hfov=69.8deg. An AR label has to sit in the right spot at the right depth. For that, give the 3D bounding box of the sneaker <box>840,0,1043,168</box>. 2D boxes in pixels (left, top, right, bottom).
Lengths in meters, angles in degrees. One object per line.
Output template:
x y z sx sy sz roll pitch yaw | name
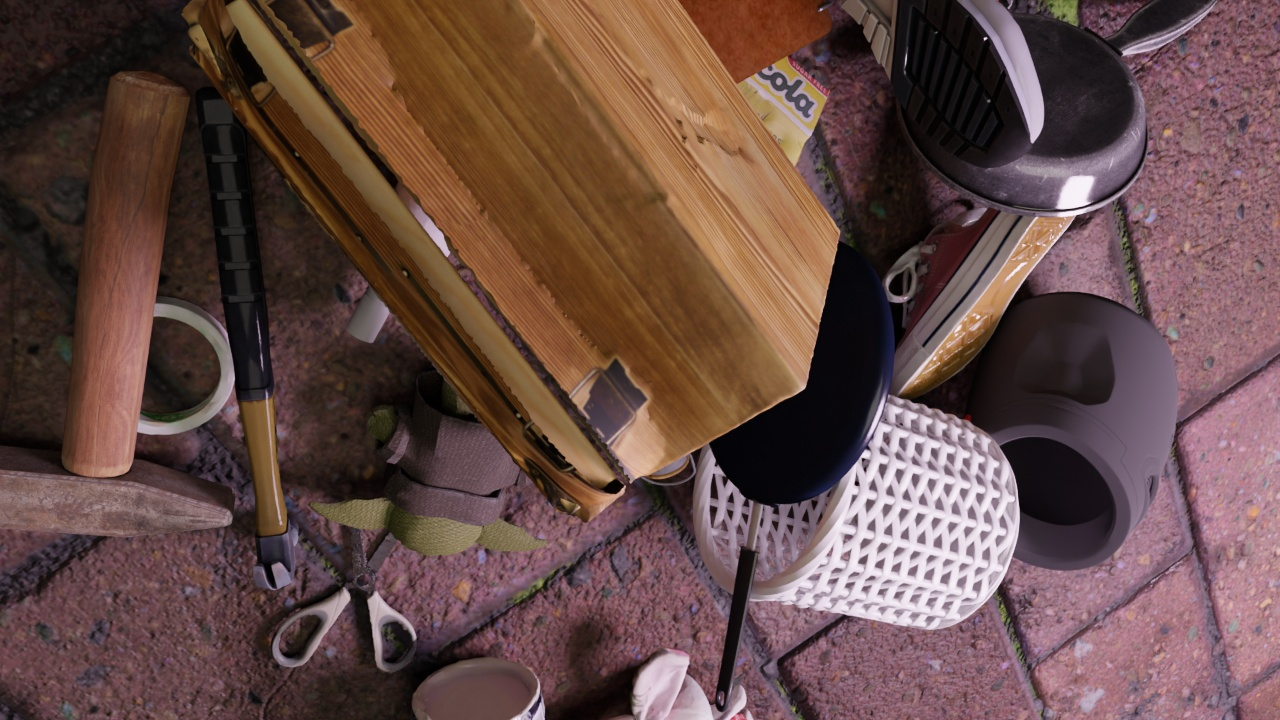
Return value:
0.217 -0.252 0.631 0.124 0.089 0.239 -30 81 -26 | sneaker

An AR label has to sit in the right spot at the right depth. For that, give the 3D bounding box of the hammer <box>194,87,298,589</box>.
-0.254 -0.004 0.598 0.025 0.118 0.333 -5 108 -17 | hammer

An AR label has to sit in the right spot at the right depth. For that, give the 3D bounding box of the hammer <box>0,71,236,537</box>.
-0.319 -0.027 0.573 0.157 0.037 0.301 10 108 -23 | hammer

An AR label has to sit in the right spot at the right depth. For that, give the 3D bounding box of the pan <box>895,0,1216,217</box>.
0.353 -0.233 0.712 0.356 0.187 0.055 -35 159 -17 | pan

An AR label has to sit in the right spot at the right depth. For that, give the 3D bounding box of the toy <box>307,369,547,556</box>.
-0.138 0.074 0.682 0.179 0.078 0.153 15 113 -23 | toy

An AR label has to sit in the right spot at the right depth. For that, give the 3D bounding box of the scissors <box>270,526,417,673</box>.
-0.226 0.192 0.736 0.157 0.012 0.169 -33 117 -8 | scissors

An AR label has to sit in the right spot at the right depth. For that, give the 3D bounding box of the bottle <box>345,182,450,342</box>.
-0.144 -0.100 0.621 0.052 0.052 0.195 27 100 -27 | bottle

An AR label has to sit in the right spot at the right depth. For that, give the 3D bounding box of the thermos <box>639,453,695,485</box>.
-0.004 0.004 0.711 0.061 0.061 0.231 -22 117 -11 | thermos

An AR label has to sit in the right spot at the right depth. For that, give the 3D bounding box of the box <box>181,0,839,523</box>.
-0.084 -0.069 0.479 0.264 0.268 0.279 -31 102 24 | box

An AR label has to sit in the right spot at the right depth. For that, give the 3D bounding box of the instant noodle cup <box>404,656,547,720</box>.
-0.132 0.322 0.764 0.137 0.137 0.112 -6 105 -18 | instant noodle cup

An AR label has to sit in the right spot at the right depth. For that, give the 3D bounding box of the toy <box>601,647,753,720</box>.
0.040 0.335 0.856 0.194 0.084 0.159 25 120 -30 | toy

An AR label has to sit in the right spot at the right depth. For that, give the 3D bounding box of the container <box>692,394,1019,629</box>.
0.171 0.113 0.749 0.186 0.189 0.189 18 104 -27 | container

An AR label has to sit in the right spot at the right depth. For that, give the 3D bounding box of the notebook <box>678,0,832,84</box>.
0.029 -0.289 0.579 0.167 0.024 0.225 -35 110 -25 | notebook

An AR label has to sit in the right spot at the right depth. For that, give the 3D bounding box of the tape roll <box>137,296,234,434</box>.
-0.323 0.004 0.618 0.093 0.018 0.094 -7 114 -17 | tape roll

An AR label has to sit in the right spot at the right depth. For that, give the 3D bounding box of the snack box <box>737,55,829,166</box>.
0.052 -0.147 0.646 0.121 0.045 0.180 31 76 -27 | snack box

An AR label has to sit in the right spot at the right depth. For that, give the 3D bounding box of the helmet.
0.379 0.046 0.811 0.169 0.164 0.265 -51 141 -35 | helmet

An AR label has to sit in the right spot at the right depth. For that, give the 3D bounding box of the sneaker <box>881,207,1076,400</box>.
0.260 -0.068 0.764 0.118 0.088 0.242 -10 139 -38 | sneaker

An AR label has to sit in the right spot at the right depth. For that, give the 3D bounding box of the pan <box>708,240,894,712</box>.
0.089 0.082 0.673 0.021 0.199 0.356 11 90 -31 | pan
